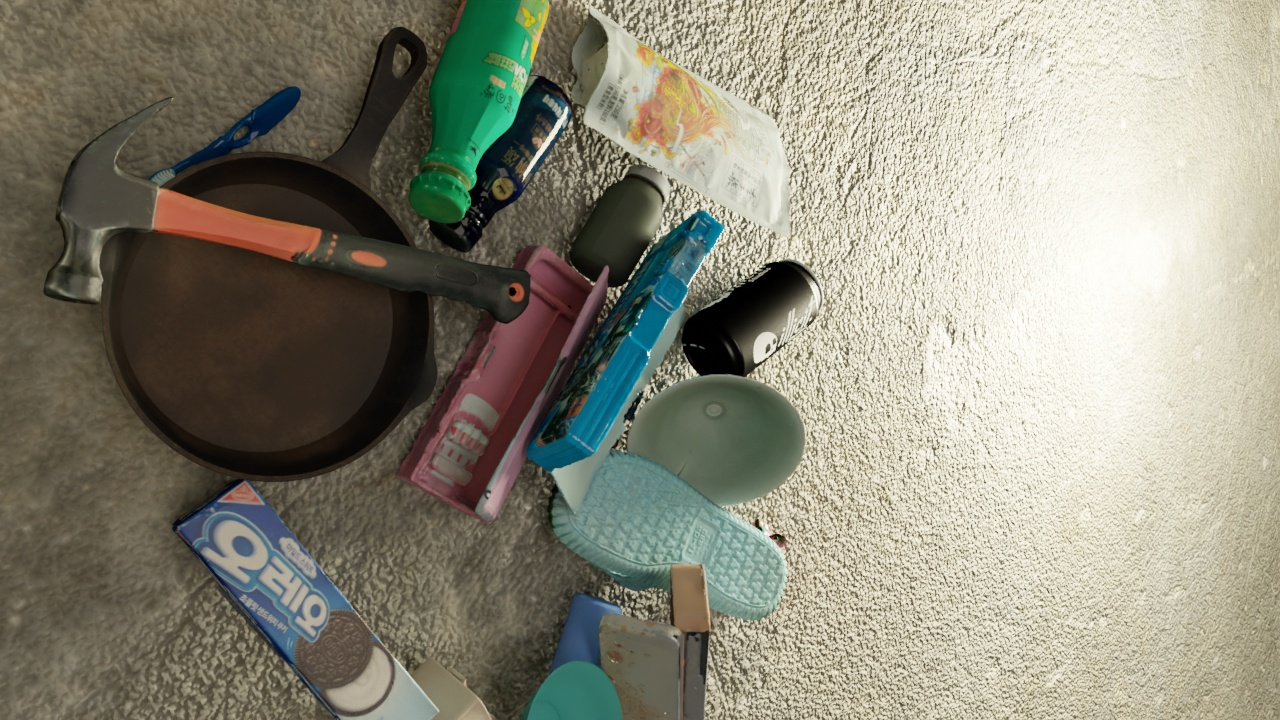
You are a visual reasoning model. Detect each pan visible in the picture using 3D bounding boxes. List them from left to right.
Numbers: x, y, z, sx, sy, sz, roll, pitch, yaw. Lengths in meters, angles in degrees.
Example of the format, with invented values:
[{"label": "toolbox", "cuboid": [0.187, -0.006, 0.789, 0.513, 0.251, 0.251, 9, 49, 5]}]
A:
[{"label": "pan", "cuboid": [-0.239, -0.089, 0.670, 0.248, 0.043, 0.355, 31, 70, -37]}]

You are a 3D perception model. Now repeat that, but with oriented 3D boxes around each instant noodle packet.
[{"label": "instant noodle packet", "cuboid": [0.054, -0.225, 0.876, 0.268, 0.057, 0.146, 18, 62, -37]}]

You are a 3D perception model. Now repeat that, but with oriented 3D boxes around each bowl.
[{"label": "bowl", "cuboid": [-0.072, 0.322, 0.793, 0.121, 0.046, 0.121, 18, 67, -48]}, {"label": "bowl", "cuboid": [0.071, 0.063, 0.901, 0.174, 0.174, 0.067, 50, 25, -31]}]

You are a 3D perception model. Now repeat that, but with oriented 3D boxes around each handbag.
[{"label": "handbag", "cuboid": [-0.180, 0.376, 0.746, 0.194, 0.101, 0.198, -40, 130, -29]}]

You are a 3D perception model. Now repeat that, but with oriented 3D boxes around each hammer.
[{"label": "hammer", "cuboid": [-0.215, -0.076, 0.643, 0.332, 0.033, 0.133, 12, 81, -42]}]

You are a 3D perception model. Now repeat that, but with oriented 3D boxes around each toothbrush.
[{"label": "toothbrush", "cuboid": [-0.288, -0.155, 0.643, 0.132, 0.016, 0.021, -46, 155, -26]}]

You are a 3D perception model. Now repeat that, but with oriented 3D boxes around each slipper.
[{"label": "slipper", "cuboid": [0.027, 0.174, 0.897, 0.276, 0.070, 0.115, 30, 71, -22]}]

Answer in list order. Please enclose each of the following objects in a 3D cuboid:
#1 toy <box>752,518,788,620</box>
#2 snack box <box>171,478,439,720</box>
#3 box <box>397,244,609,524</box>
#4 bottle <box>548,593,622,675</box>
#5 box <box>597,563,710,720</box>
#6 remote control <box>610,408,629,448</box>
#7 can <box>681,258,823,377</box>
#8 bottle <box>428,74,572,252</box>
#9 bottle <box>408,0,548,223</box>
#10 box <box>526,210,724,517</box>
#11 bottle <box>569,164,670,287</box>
[{"label": "toy", "cuboid": [0.124, 0.227, 0.993, 0.050, 0.065, 0.102, 8, 93, -7]}, {"label": "snack box", "cuboid": [-0.239, 0.188, 0.660, 0.059, 0.059, 0.226, -41, 102, -28]}, {"label": "box", "cuboid": [-0.093, 0.021, 0.766, 0.099, 0.099, 0.232, 39, 71, -34]}, {"label": "bottle", "cuboid": [-0.059, 0.287, 0.852, 0.048, 0.048, 0.131, 25, 79, -38]}, {"label": "box", "cuboid": [0.026, 0.285, 0.867, 0.107, 0.095, 0.217, -55, 153, -44]}, {"label": "remote control", "cuboid": [-0.022, 0.013, 0.873, 0.045, 0.021, 0.140, 18, 88, -41]}, {"label": "can", "cuboid": [0.116, -0.041, 0.938, 0.145, 0.080, 0.080, -36, 115, -31]}, {"label": "bottle", "cuboid": [-0.115, -0.162, 0.756, 0.056, 0.056, 0.160, 43, 69, -33]}, {"label": "bottle", "cuboid": [-0.128, -0.205, 0.708, 0.068, 0.068, 0.209, 30, 63, -37]}, {"label": "box", "cuboid": [-0.018, -0.002, 0.797, 0.063, 0.175, 0.242, 28, 62, 5]}, {"label": "bottle", "cuboid": [-0.016, -0.124, 0.837, 0.060, 0.060, 0.108, 41, 69, -34]}]
